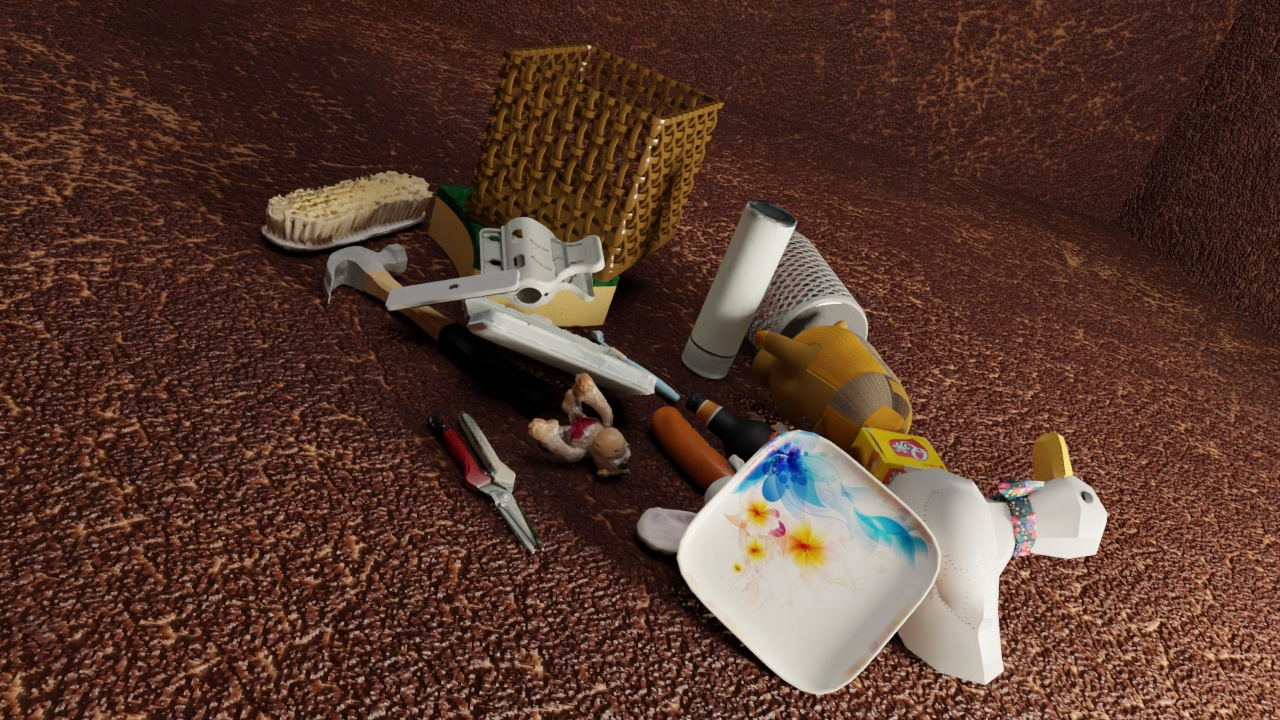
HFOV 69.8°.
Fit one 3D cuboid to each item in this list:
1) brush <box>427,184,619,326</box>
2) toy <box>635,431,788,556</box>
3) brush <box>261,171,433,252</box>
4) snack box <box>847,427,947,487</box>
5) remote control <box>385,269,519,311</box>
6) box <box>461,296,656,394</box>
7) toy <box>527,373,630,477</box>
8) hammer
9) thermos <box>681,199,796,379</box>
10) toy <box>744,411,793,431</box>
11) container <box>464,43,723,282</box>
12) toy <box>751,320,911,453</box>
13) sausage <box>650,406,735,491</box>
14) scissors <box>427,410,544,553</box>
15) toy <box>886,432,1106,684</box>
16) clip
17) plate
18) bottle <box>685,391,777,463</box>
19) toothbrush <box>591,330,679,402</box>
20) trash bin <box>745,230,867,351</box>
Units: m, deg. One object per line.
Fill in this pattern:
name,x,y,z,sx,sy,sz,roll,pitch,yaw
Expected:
brush,-0.162,-0.144,1.235,0.194,0.075,0.250,5,31,-29
toy,0.104,0.140,0.869,0.159,0.084,0.193,31,54,16
brush,-0.376,-0.196,1.204,0.083,0.057,0.270,30,29,16
snack box,0.262,0.135,0.981,0.083,0.106,0.061,11,29,-19
remote control,-0.205,-0.077,1.007,0.146,0.008,0.045,-9,31,1
box,-0.098,-0.017,1.028,0.209,0.061,0.193,23,-1,-24
toy,-0.053,0.080,0.918,0.106,0.074,0.085,44,62,1
hammer,-0.228,-0.038,1.038,0.328,0.039,0.130,33,31,23
thermos,0.121,-0.085,1.153,0.068,0.231,0.067,17,28,-9
toy,0.155,0.095,1.045,0.041,0.055,0.101,52,17,-32
container,-0.058,-0.271,1.219,0.219,0.215,0.250,27,27,11
toy,0.232,0.048,1.077,0.198,0.162,0.203,34,8,-27
sausage,0.064,0.104,0.974,0.044,0.039,0.164,3,31,-45
scissors,-0.147,0.107,0.849,0.146,0.015,0.187,17,27,-10
toy,0.310,0.176,0.871,0.267,0.141,0.246,6,65,2
clip,-0.117,-0.114,1.080,0.143,0.075,0.124,3,46,-13
plate,0.145,0.171,0.798,0.187,0.016,0.186,42,75,16
bottle,0.124,0.096,0.979,0.181,0.059,0.059,39,31,14
toothbrush,-0.007,0.007,1.132,0.155,0.016,0.022,38,-6,31
trash bin,0.213,-0.072,1.283,0.156,0.157,0.183,7,32,-25
